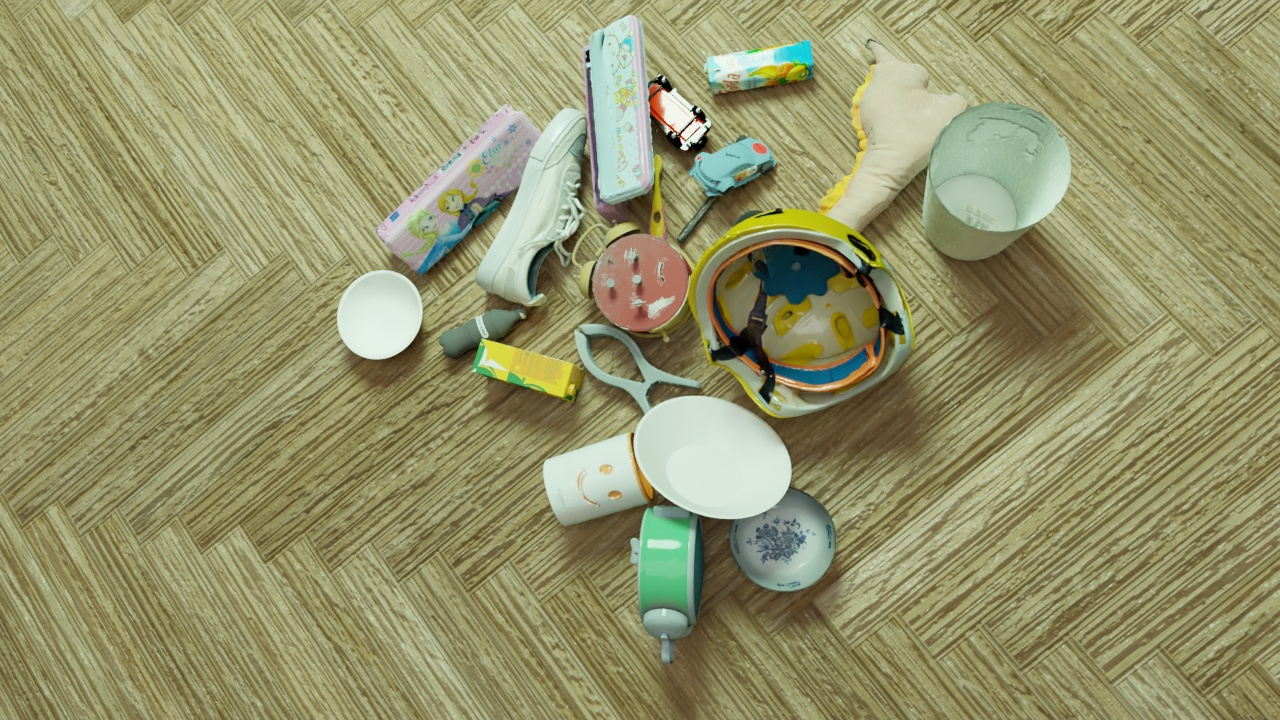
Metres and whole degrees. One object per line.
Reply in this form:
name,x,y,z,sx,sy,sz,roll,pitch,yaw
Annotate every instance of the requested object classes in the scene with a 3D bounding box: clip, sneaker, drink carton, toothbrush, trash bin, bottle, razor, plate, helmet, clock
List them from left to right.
bottle,-0.189,-0.037,1.112,0.110,0.036,0.036,-24,78,6
drink carton,-0.128,0.013,1.082,0.122,0.058,0.041,16,84,12
sneaker,-0.104,-0.178,1.099,0.091,0.089,0.242,26,93,8
clock,-0.009,-0.097,1.058,0.159,0.081,0.117,37,95,10
clip,-0.005,0.005,1.077,0.090,0.027,0.162,-43,78,3
toothbrush,0.020,-0.181,1.109,0.021,0.016,0.135,0,86,8
clock,0.028,0.240,0.983,0.075,0.122,0.161,0,74,9
razor,0.079,-0.184,1.096,0.042,0.026,0.106,40,94,11
plate,0.076,0.114,1.005,0.174,0.036,0.173,8,42,-7
drink carton,0.141,-0.350,1.099,0.129,0.044,0.038,-7,80,8
helmet,0.168,-0.072,0.978,0.210,0.139,0.240,-32,111,31
trash bin,0.363,-0.177,0.972,0.133,0.161,0.133,-2,81,10

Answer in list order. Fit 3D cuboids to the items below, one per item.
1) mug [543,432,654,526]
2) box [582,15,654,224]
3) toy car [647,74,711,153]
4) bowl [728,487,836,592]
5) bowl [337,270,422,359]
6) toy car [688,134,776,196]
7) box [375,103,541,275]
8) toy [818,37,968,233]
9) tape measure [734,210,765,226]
mug,-0.047,0.135,1.037,0.105,0.082,0.082,-18,78,8
box,-0.031,-0.279,1.073,0.062,0.140,0.214,-1,79,-19
toy car,0.039,-0.293,1.105,0.051,0.049,0.100,-45,76,1
bowl,0.157,0.196,1.009,0.114,0.045,0.114,-2,81,10
bowl,-0.314,-0.053,1.134,0.110,0.040,0.110,-2,81,10
toy car,0.112,-0.234,1.071,0.107,0.028,0.060,-29,69,-22
box,-0.227,-0.223,1.136,0.230,0.084,0.090,-43,49,1
toy,0.249,-0.226,1.058,0.264,0.065,0.196,-46,68,7
tape measure,0.136,-0.135,1.056,0.072,0.042,0.072,-39,60,39
